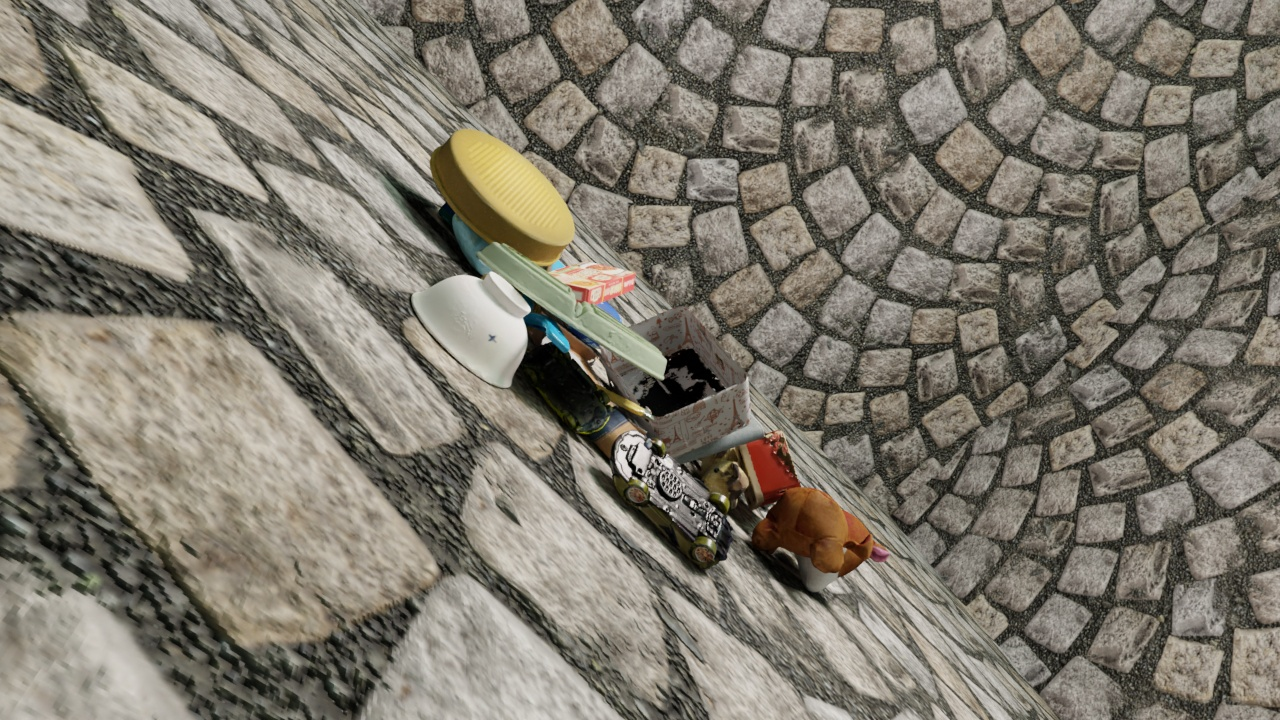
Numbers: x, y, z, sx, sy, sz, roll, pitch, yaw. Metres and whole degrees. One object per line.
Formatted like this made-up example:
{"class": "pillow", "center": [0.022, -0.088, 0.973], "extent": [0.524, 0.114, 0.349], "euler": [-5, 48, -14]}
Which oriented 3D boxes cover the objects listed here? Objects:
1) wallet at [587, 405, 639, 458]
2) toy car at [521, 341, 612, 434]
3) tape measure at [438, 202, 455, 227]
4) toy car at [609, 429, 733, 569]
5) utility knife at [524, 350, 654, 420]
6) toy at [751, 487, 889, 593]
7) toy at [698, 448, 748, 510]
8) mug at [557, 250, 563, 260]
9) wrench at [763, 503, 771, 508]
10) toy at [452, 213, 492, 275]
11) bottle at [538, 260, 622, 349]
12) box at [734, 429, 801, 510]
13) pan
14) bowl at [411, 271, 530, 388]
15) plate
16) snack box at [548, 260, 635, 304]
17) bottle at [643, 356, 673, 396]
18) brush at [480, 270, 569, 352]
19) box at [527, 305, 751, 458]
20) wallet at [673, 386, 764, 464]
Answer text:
{"class": "wallet", "center": [-0.005, 0.098, 0.930], "extent": [0.115, 0.033, 0.090], "euler": [47, 10, 4]}
{"class": "toy car", "center": [-0.072, 0.029, 0.891], "extent": [0.105, 0.048, 0.032], "euler": [47, -25, 17]}
{"class": "tape measure", "center": [-0.236, -0.180, 1.184], "extent": [0.054, 0.025, 0.058], "euler": [34, 10, -48]}
{"class": "toy car", "center": [0.028, 0.129, 0.854], "extent": [0.158, 0.042, 0.070], "euler": [45, 38, -14]}
{"class": "utility knife", "center": [-0.075, 0.015, 0.938], "extent": [0.204, 0.021, 0.031], "euler": [23, 2, -17]}
{"class": "toy", "center": [0.230, 0.232, 1.164], "extent": [0.140, 0.130, 0.199], "euler": [17, -3, 31]}
{"class": "toy", "center": [0.095, 0.134, 1.204], "extent": [0.157, 0.066, 0.105], "euler": [-127, -148, -65]}
{"class": "mug", "center": [-0.178, -0.170, 1.276], "extent": [0.106, 0.082, 0.114], "euler": [48, 35, 12]}
{"class": "wrench", "center": [0.109, 0.127, 1.442], "extent": [0.273, 0.016, 0.056], "euler": [48, 6, 16]}
{"class": "toy", "center": [-0.184, -0.137, 1.130], "extent": [0.156, 0.050, 0.161], "euler": [45, 11, -36]}
{"class": "bottle", "center": [-0.076, -0.063, 1.273], "extent": [0.218, 0.065, 0.065], "euler": [40, 10, -39]}
{"class": "box", "center": [0.174, 0.146, 1.235], "extent": [0.168, 0.076, 0.091], "euler": [78, -5, -77]}
{"class": "pan", "center": [-0.163, -0.222, 1.199], "extent": [0.197, 0.078, 0.356], "euler": [44, 24, -10]}
{"class": "bowl", "center": [-0.138, -0.039, 0.816], "extent": [0.118, 0.065, 0.118], "euler": [44, 7, -7]}
{"class": "plate", "center": [-0.065, -0.053, 0.937], "extent": [0.230, 0.027, 0.230], "euler": [35, 2, -2]}
{"class": "snack box", "center": [-0.068, -0.097, 1.158], "extent": [0.075, 0.025, 0.152], "euler": [14, 18, 19]}
{"class": "bottle", "center": [0.030, 0.006, 1.320], "extent": [0.057, 0.058, 0.174], "euler": [41, 27, -27]}
{"class": "brush", "center": [-0.112, -0.045, 0.915], "extent": [0.083, 0.046, 0.255], "euler": [45, -6, -23]}
{"class": "box", "center": [-0.009, 0.020, 1.098], "extent": [0.270, 0.134, 0.179], "euler": [3, 32, -31]}
{"class": "wallet", "center": [0.073, 0.082, 1.156], "extent": [0.106, 0.129, 0.037], "euler": [51, -31, 45]}
